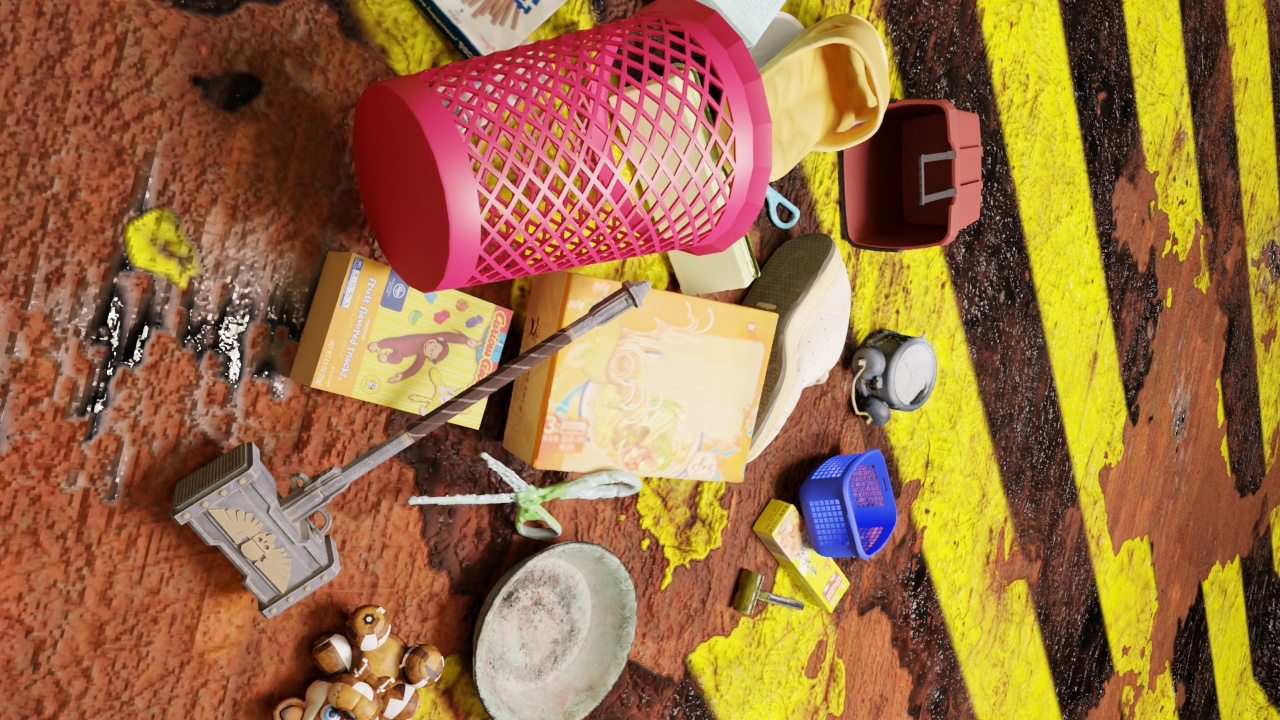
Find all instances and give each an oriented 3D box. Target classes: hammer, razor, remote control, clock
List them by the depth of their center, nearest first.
[{"bbox_3d":[-0.128,0.034,0.595,0.321,0.044,0.098,-33,118,-9],"label":"hammer"},{"bbox_3d":[-0.116,-0.189,0.656,0.125,0.018,0.038,-39,120,-28],"label":"remote control"},{"bbox_3d":[0.135,0.243,0.934,0.105,0.026,0.042,27,77,-44],"label":"razor"},{"bbox_3d":[0.267,0.017,0.990,0.129,0.052,0.090,-24,112,-30],"label":"clock"}]

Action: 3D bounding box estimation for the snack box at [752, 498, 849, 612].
[{"bbox_3d":[0.168,0.203,0.949,0.040,0.029,0.148,-51,125,-21],"label":"snack box"}]

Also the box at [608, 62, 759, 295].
[{"bbox_3d":[0.047,-0.148,0.764,0.089,0.078,0.188,-35,117,-31],"label":"box"}]

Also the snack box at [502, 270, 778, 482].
[{"bbox_3d":[-0.002,0.014,0.726,0.195,0.081,0.145,8,96,-33],"label":"snack box"}]

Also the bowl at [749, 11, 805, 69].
[{"bbox_3d":[0.111,-0.250,0.820,0.109,0.041,0.110,-7,100,-42],"label":"bowl"}]

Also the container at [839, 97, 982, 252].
[{"bbox_3d":[0.257,-0.181,0.898,0.200,0.127,0.148,-19,108,-47],"label":"container"}]

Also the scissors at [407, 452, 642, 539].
[{"bbox_3d":[-0.078,0.096,0.673,0.171,0.169,0.023,67,16,-62],"label":"scissors"}]

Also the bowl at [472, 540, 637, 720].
[{"bbox_3d":[-0.075,0.219,0.741,0.157,0.039,0.157,-7,102,-39],"label":"bowl"}]

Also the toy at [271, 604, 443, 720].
[{"bbox_3d":[-0.197,0.232,0.625,0.087,0.067,0.112,40,56,-11],"label":"toy"}]

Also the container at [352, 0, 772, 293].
[{"bbox_3d":[-0.057,-0.134,0.608,0.225,0.183,0.183,-21,110,-33],"label":"container"}]

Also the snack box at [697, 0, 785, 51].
[{"bbox_3d":[0.038,-0.324,0.717,0.174,0.053,0.074,40,70,-21],"label":"snack box"}]

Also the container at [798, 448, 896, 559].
[{"bbox_3d":[0.210,0.146,0.935,0.114,0.058,0.096,-23,100,-54],"label":"container"}]

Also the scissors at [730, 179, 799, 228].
[{"bbox_3d":[0.117,-0.170,0.861,0.136,0.015,0.126,-31,114,-26],"label":"scissors"}]

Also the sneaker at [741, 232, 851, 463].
[{"bbox_3d":[0.134,0.000,0.859,0.102,0.089,0.241,48,62,-43],"label":"sneaker"}]

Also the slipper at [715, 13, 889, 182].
[{"bbox_3d":[0.161,-0.231,0.784,0.262,0.079,0.099,-41,118,-37],"label":"slipper"}]

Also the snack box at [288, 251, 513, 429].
[{"bbox_3d":[-0.161,-0.012,0.630,0.125,0.040,0.088,20,84,-40],"label":"snack box"}]

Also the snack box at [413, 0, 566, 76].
[{"bbox_3d":[-0.088,-0.279,0.648,0.082,0.026,0.149,48,66,-20],"label":"snack box"}]
